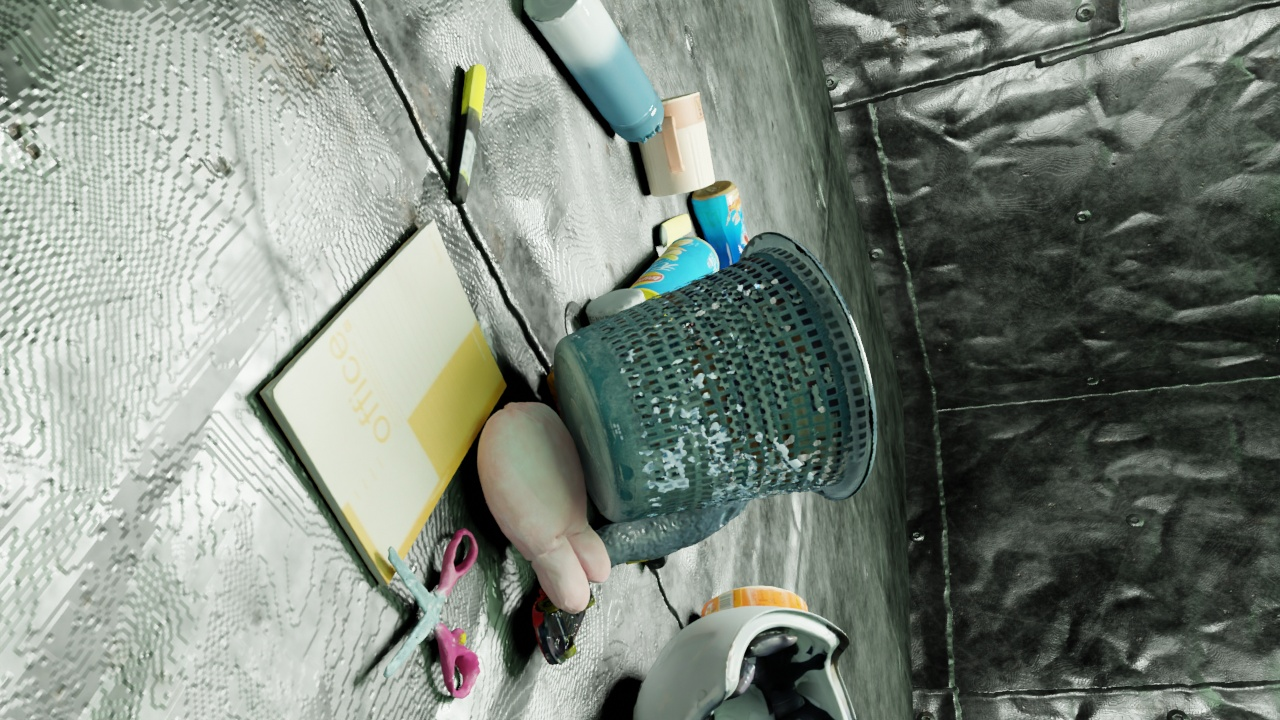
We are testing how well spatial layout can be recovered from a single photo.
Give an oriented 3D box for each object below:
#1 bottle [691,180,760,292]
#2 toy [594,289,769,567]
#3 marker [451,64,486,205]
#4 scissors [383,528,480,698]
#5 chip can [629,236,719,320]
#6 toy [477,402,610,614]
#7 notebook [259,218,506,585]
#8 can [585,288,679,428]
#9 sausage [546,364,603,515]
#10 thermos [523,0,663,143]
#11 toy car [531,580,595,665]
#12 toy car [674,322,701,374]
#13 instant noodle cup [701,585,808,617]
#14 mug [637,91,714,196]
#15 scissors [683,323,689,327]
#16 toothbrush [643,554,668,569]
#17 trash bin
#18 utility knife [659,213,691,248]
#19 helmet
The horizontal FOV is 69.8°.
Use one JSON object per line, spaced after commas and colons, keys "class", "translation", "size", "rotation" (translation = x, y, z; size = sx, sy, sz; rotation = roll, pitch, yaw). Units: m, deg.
{"class": "bottle", "translation": [0.129, -0.141, 1.291], "size": [0.065, 0.065, 0.219], "rotation": [-65, 142, -55]}
{"class": "toy", "translation": [0.061, 0.079, 0.876], "size": [0.138, 0.092, 0.355], "rotation": [43, 57, -21]}
{"class": "marker", "translation": [-0.133, -0.174, 0.704], "size": [0.018, 0.015, 0.124], "rotation": [41, 48, -58]}
{"class": "scissors", "translation": [-0.127, 0.155, 0.580], "size": [0.135, 0.017, 0.133], "rotation": [-75, 153, -47]}
{"class": "chip can", "translation": [0.031, -0.076, 1.003], "size": [0.209, 0.071, 0.071], "rotation": [-53, 130, -61]}
{"class": "toy", "translation": [-0.070, 0.107, 0.685], "size": [0.159, 0.054, 0.121], "rotation": [68, 22, -4]}
{"class": "notebook", "translation": [-0.150, 0.018, 0.589], "size": [0.205, 0.010, 0.146], "rotation": [-67, 144, -53]}
{"class": "can", "translation": [-0.005, 0.005, 0.897], "size": [0.058, 0.058, 0.147], "rotation": [-59, 136, -59]}
{"class": "sausage", "translation": [-0.050, 0.074, 0.808], "size": [0.021, 0.021, 0.165], "rotation": [-63, 139, -56]}
{"class": "thermos", "translation": [-0.039, -0.299, 0.926], "size": [0.220, 0.070, 0.070], "rotation": [42, 44, -60]}
{"class": "toy car", "translation": [-0.063, 0.191, 0.712], "size": [0.106, 0.031, 0.049], "rotation": [-68, 142, -67]}
{"class": "toy car", "translation": [0.041, 0.004, 0.980], "size": [0.123, 0.037, 0.056], "rotation": [-61, 175, 32]}
{"class": "instant noodle cup", "translation": [0.130, 0.326, 1.013], "size": [0.151, 0.151, 0.111], "rotation": [59, 22, -45]}
{"class": "mug", "translation": [0.039, -0.249, 1.065], "size": [0.114, 0.082, 0.106], "rotation": [-83, 160, -72]}
{"class": "scissors", "translation": [0.063, -0.018, 1.143], "size": [0.206, 0.015, 0.193], "rotation": [-34, 112, -67]}
{"class": "toothbrush", "translation": [0.040, 0.152, 1.003], "size": [0.027, 0.026, 0.212], "rotation": [38, 30, -5]}
{"class": "trash bin", "translation": [0.042, 0.029, 0.729], "size": [0.227, 0.195, 0.226], "rotation": [164, -90, -75]}
{"class": "utility knife", "translation": [0.047, -0.165, 1.155], "size": [0.162, 0.018, 0.031], "rotation": [-36, 120, -65]}
{"class": "helmet", "translation": [0.079, 0.347, 0.838], "size": [0.228, 0.146, 0.259], "rotation": [-12, 102, -42]}
